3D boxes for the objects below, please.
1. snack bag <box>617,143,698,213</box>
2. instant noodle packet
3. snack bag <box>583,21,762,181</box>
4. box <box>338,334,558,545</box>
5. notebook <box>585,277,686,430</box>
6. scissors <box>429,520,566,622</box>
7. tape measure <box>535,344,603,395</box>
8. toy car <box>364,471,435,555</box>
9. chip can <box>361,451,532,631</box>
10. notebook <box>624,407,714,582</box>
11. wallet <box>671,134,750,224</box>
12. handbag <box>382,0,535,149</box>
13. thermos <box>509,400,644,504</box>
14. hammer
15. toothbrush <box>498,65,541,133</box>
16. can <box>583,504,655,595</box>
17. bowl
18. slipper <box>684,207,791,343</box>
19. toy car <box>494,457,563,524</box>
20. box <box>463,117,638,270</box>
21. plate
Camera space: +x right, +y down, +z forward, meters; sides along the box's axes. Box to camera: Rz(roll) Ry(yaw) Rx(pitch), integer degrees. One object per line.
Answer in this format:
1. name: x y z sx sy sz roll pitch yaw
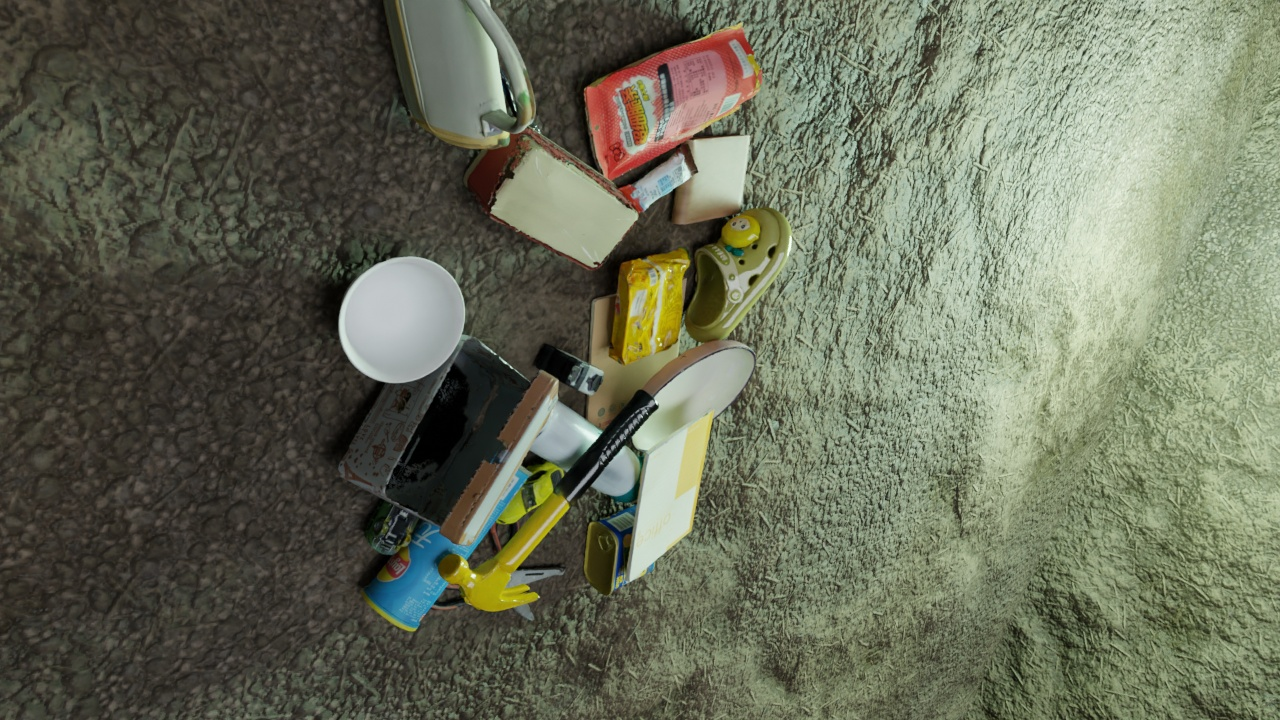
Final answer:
1. snack bag: 0.018 -0.199 1.028 0.104 0.026 0.048 -39 136 -10
2. instant noodle packet: 0.009 -0.065 1.073 0.110 0.044 0.129 -22 130 -43
3. snack bag: 0.032 -0.278 0.980 0.207 0.073 0.129 -31 144 -22
4. box: -0.159 0.086 0.892 0.150 0.166 0.181 42 69 -46
5. notebook: -0.007 0.007 1.139 0.147 0.008 0.208 -17 123 -38
6. scissors: -0.176 0.260 1.111 0.188 0.015 0.225 -31 131 -28
7. tape measure: -0.075 0.013 1.032 0.066 0.066 0.033 27 91 -47
8. toy car: -0.253 0.157 0.961 0.043 0.036 0.091 42 73 -45
9. chip can: -0.209 0.186 0.997 0.210 0.071 0.071 -53 138 -8
10. notebook: 0.037 0.173 1.180 0.145 0.010 0.207 -29 136 -46
11. wallet: 0.085 -0.217 1.096 0.115 0.020 0.101 -15 122 -42
12. handbag: -0.145 -0.251 0.733 0.063 0.179 0.164 -25 129 -27
13. thermos: -0.062 0.107 1.087 0.073 0.073 0.224 -56 135 -5
14. hammer: -0.086 0.152 1.016 0.300 0.033 0.129 -49 136 -13
15. toothbrush: -0.135 -0.274 0.853 0.016 0.014 0.189 -46 136 -17
16. can: -0.024 0.250 1.223 0.083 0.057 0.102 -16 123 -41
17. bowl: -0.230 -0.044 0.846 0.118 0.065 0.118 -14 115 -33
18. slipper: 0.110 -0.111 1.128 0.081 0.092 0.190 30 93 -46
19. toy car: -0.131 0.154 1.070 0.105 0.032 0.048 -32 122 -38
20. box: -0.080 -0.158 0.908 0.091 0.078 0.168 -50 141 13
21. plate: 0.057 0.038 1.151 0.192 0.039 0.193 -29 153 -17
